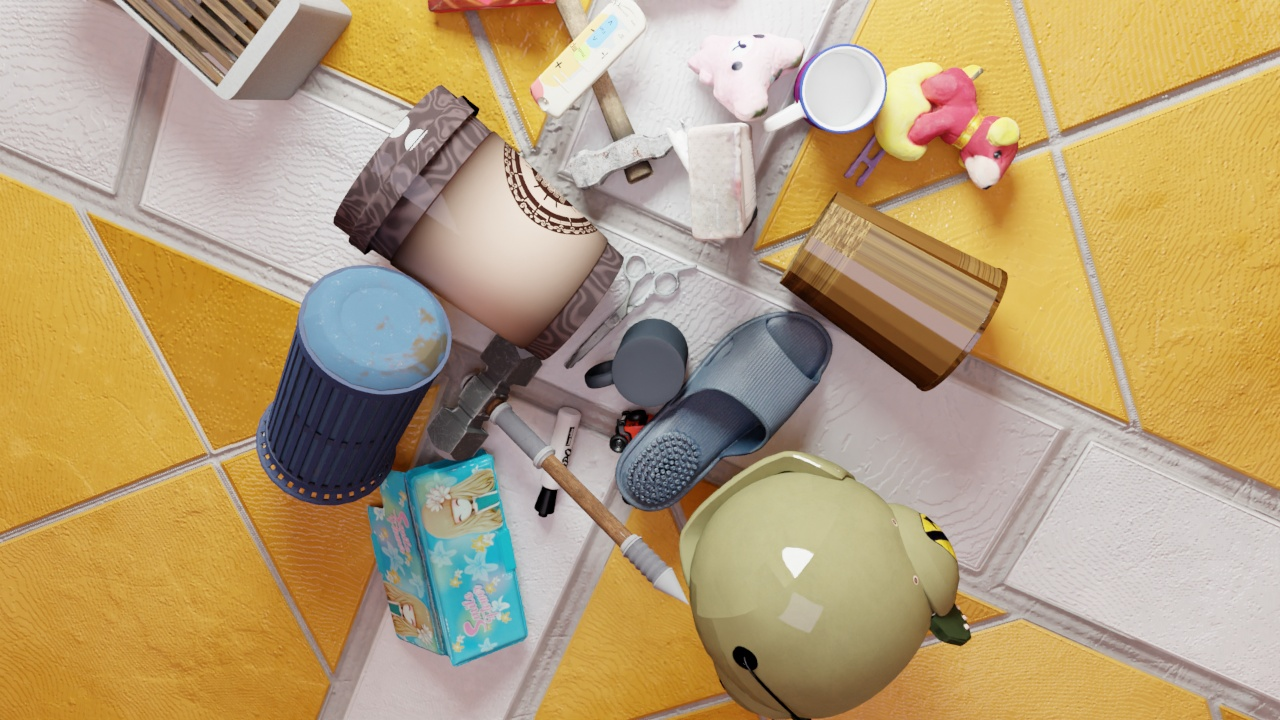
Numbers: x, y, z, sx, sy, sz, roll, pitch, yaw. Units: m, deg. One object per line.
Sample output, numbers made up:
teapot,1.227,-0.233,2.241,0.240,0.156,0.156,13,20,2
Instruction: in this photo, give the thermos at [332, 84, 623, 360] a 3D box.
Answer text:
thermos,-0.142,-0.118,0.857,0.226,0.172,0.173,38,106,-13

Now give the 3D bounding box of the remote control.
remote control,-0.047,-0.274,0.831,0.126,0.018,0.038,-43,97,11

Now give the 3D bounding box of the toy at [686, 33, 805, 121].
toy,0.090,-0.269,0.843,0.096,0.053,0.099,29,72,18

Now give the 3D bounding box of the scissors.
scissors,-0.012,-0.045,0.939,0.090,0.014,0.172,24,104,-1

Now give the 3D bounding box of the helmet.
helmet,0.155,0.202,0.857,0.251,0.255,0.233,-40,100,14

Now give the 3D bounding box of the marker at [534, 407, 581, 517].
marker,-0.090,0.111,0.985,0.025,0.025,0.126,16,107,1

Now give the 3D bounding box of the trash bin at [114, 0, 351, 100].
trash bin,-0.403,-0.358,0.836,0.229,0.114,0.115,43,105,-7

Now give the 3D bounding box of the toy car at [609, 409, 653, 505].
toy car,0.000,0.102,0.960,0.049,0.051,0.100,-10,104,10

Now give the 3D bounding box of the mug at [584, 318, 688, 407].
mug,-0.005,0.005,0.919,0.105,0.077,0.071,-15,104,9

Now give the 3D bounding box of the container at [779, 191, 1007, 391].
container,0.228,-0.071,0.855,0.167,0.132,0.132,32,106,2

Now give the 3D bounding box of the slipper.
slipper,0.083,0.051,0.898,0.263,0.082,0.101,-42,99,-1

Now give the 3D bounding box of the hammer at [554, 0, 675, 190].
hammer,-0.060,-0.318,0.853,0.121,0.049,0.319,-22,101,8

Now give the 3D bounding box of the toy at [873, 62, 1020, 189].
toy,0.283,-0.222,0.840,0.137,0.067,0.105,30,99,7

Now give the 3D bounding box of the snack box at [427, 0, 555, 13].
snack box,-0.138,-0.366,0.831,0.133,0.021,0.089,7,108,28

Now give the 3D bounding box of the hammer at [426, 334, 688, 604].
hammer,-0.069,0.120,0.892,0.322,0.043,0.156,42,100,24

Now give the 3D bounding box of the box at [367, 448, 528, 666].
box,-0.223,0.219,1.005,0.172,0.083,0.227,-6,105,7

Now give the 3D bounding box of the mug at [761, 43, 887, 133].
mug,0.163,-0.237,0.835,0.112,0.076,0.075,-26,102,12

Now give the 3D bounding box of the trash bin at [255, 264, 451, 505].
trash bin,-0.271,0.026,0.860,0.139,0.138,0.250,36,140,-5

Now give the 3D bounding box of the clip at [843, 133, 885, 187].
clip,0.220,-0.189,0.877,0.053,0.013,0.037,-39,98,17

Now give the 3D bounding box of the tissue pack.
tissue pack,0.067,-0.166,0.811,0.071,0.181,0.104,-2,105,15
